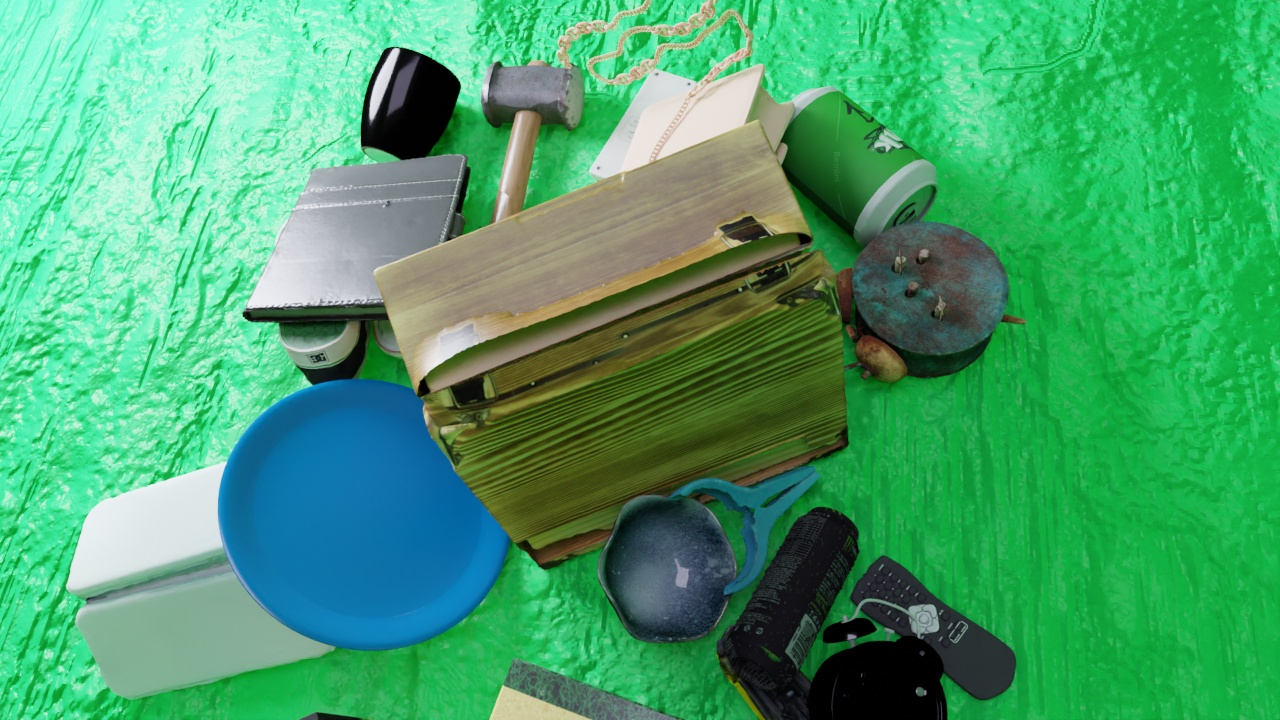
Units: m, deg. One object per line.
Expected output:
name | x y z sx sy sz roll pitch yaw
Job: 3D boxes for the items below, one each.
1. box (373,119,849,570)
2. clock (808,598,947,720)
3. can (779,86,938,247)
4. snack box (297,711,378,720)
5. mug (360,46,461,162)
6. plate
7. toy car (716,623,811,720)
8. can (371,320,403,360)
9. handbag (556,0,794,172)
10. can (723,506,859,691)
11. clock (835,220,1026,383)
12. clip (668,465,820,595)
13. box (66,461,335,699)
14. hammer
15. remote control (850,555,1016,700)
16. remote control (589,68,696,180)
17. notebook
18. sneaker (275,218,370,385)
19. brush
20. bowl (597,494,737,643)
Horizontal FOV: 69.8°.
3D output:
box | -0.004 0.003 0.666 0.279 0.259 0.220 -20 76 -1
clock | 0.164 0.227 0.634 0.091 0.043 0.120 21 68 -12
can | 0.183 -0.169 0.800 0.087 0.088 0.140 -38 65 -8
snack box | -0.225 0.278 0.639 0.080 0.148 0.025 -24 64 -1
mug | -0.246 -0.246 0.923 0.119 0.085 0.100 10 77 46
plate | -0.211 0.118 0.722 0.224 0.024 0.223 16 52 -22
toy car | 0.097 0.236 0.663 0.049 0.030 0.107 -28 62 -21
can | -0.195 -0.039 0.820 0.086 0.043 0.086 -10 69 29
handbag | 0.006 -0.207 0.780 0.199 0.187 0.116 -3 56 49
can | 0.112 0.169 0.662 0.054 0.054 0.137 25 53 19
clock | 0.217 -0.045 0.747 0.157 0.073 0.121 -22 64 1
clip | 0.079 0.126 0.684 0.121 0.033 0.119 8 67 -18
box | -0.355 0.170 0.737 0.211 0.084 0.185 -14 73 9
hammer | -0.126 -0.145 0.871 0.098 0.052 0.327 5 70 12
remote control | 0.216 0.196 0.674 0.124 0.009 0.046 37 77 22
remote control | 0.004 -0.226 0.900 0.050 0.011 0.135 24 72 19
notebook | -0.242 -0.113 0.820 0.169 0.029 0.208 -2 49 5
sneaker | -0.287 -0.065 0.853 0.084 0.079 0.235 -10 47 -4
brush | 0.022 0.257 0.548 0.195 0.250 0.075 16 70 12
bowl | 0.014 0.159 0.693 0.110 0.055 0.110 7 71 -19
